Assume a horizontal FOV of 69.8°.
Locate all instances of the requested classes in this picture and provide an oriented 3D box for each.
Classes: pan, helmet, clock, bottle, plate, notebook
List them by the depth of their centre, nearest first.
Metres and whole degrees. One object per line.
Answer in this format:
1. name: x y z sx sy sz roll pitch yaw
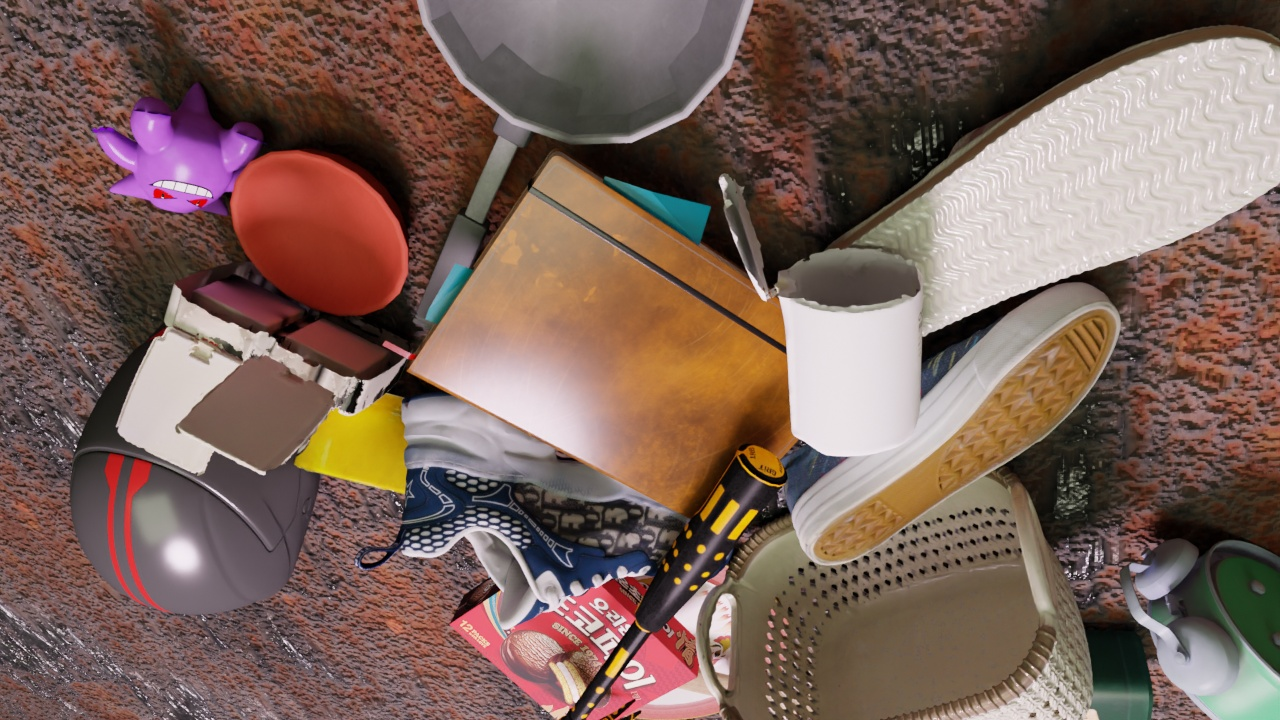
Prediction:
1. pan: -0.068 -0.143 0.525 0.178 0.041 0.358 28 129 -7
2. notebook: 0.000 -0.009 0.553 0.249 0.014 0.179 30 113 -20
3. clock: 0.385 0.173 0.591 0.161 0.121 0.076 23 130 -7
4. helmet: -0.341 0.097 0.704 0.164 0.169 0.265 13 130 5
5. bottle: 0.314 0.244 0.705 0.131 0.061 0.061 -4 128 18
6. plate: 0.014 0.236 0.793 0.230 0.021 0.230 2 126 2

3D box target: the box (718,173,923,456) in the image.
1. box: 0.098 -0.026 0.497 0.112 0.084 0.163 0 122 11

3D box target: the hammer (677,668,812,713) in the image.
1. hammer: 0.123 0.296 0.795 0.331 0.030 0.120 13 131 -6

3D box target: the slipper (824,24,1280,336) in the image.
1. slipper: 0.208 -0.084 0.491 0.115 0.052 0.264 40 137 -20

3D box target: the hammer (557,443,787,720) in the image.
1. hammer: 0.007 0.181 0.635 0.123 0.036 0.321 5 127 -41

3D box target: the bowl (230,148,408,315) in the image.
1. bowl: -0.205 -0.089 0.608 0.122 0.035 0.122 8 129 9

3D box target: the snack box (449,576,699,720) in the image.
1. snack box: -0.051 0.221 0.739 0.133 0.035 0.152 -37 105 25

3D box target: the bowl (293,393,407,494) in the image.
1. bowl: -0.190 0.060 0.687 0.117 0.067 0.117 14 172 2

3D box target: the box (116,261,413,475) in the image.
1. box: -0.253 0.014 0.607 0.145 0.185 0.096 28 128 1

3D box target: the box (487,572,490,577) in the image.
1. box: -0.109 0.142 0.753 0.066 0.049 0.210 8 128 13

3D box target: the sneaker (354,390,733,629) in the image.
1. sneaker: -0.056 0.125 0.634 0.269 0.132 0.103 26 158 -27

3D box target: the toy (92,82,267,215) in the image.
1. toy: -0.292 -0.130 0.589 0.106 0.055 0.088 9 133 -37

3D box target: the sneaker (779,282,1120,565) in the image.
1. sneaker: 0.183 0.031 0.576 0.236 0.079 0.087 -44 133 19

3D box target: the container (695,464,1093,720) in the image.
1. container: 0.178 0.186 0.631 0.247 0.184 0.143 -27 126 32
